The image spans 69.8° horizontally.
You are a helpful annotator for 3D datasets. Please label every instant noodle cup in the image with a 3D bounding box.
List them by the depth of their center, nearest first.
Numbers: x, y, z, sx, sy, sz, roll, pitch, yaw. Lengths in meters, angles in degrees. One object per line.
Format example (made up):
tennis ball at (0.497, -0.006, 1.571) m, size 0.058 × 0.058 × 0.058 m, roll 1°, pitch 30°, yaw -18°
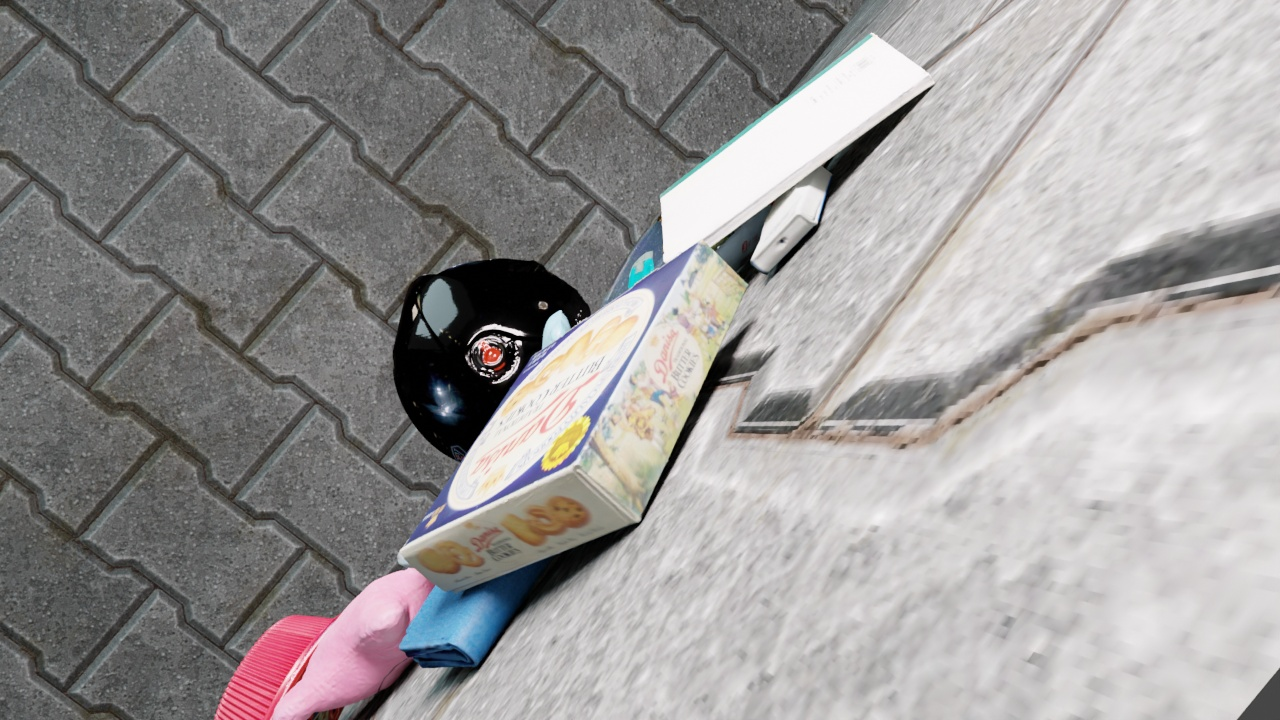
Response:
instant noodle cup at (-0.328, 0.310, 0.847) m, size 0.194 × 0.066 × 0.194 m, roll 23°, pitch -92°, yaw -84°

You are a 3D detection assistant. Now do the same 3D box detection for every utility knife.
utility knife at (-0.001, -0.038, 0.823) m, size 0.029 × 0.013 × 0.179 m, roll -25°, pitch 41°, yaw 25°

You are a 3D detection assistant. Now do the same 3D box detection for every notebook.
notebook at (0.100, -0.157, 0.671) m, size 0.209 × 0.012 × 0.150 m, roll -35°, pitch 24°, yaw 17°

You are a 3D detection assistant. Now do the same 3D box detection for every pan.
pan at (-0.009, -0.051, 0.931) m, size 0.198 × 0.078 × 0.356 m, roll -45°, pitch 21°, yaw 41°

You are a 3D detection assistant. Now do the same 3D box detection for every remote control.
remote control at (0.104, -0.100, 0.628) m, size 0.049 × 0.024 × 0.124 m, roll -48°, pitch 6°, yaw 30°

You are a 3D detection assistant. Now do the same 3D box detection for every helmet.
helmet at (-0.179, 0.009, 1.089) m, size 0.234 × 0.230 × 0.274 m, roll 101°, pitch 173°, yaw -62°

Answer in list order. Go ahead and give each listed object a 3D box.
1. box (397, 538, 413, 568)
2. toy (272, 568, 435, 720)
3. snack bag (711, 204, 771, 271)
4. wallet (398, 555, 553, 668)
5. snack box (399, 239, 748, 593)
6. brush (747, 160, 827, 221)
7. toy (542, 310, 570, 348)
box at (-0.123, 0.119, 0.770) m, size 0.154 × 0.073 × 0.201 m, roll -42°, pitch 2°, yaw -4°
toy at (-0.212, 0.226, 0.789) m, size 0.195 × 0.074 × 0.178 m, roll -45°, pitch -5°, yaw 12°
snack bag at (0.021, -0.046, 0.699) m, size 0.190 × 0.039 × 0.110 m, roll -42°, pitch 3°, yaw -14°
wallet at (-0.089, 0.131, 0.572) m, size 0.107 × 0.040 × 0.132 m, roll -29°, pitch 21°, yaw 54°
snack box at (-0.037, 0.034, 0.529) m, size 0.178 × 0.046 × 0.182 m, roll -30°, pitch 22°, yaw 44°
brush at (0.122, -0.172, 0.756) m, size 0.145 × 0.063 × 0.069 m, roll -52°, pitch -10°, yaw -31°
toy at (-0.090, 0.041, 0.925) m, size 0.156 × 0.050 × 0.162 m, roll -87°, pitch 6°, yaw -49°
